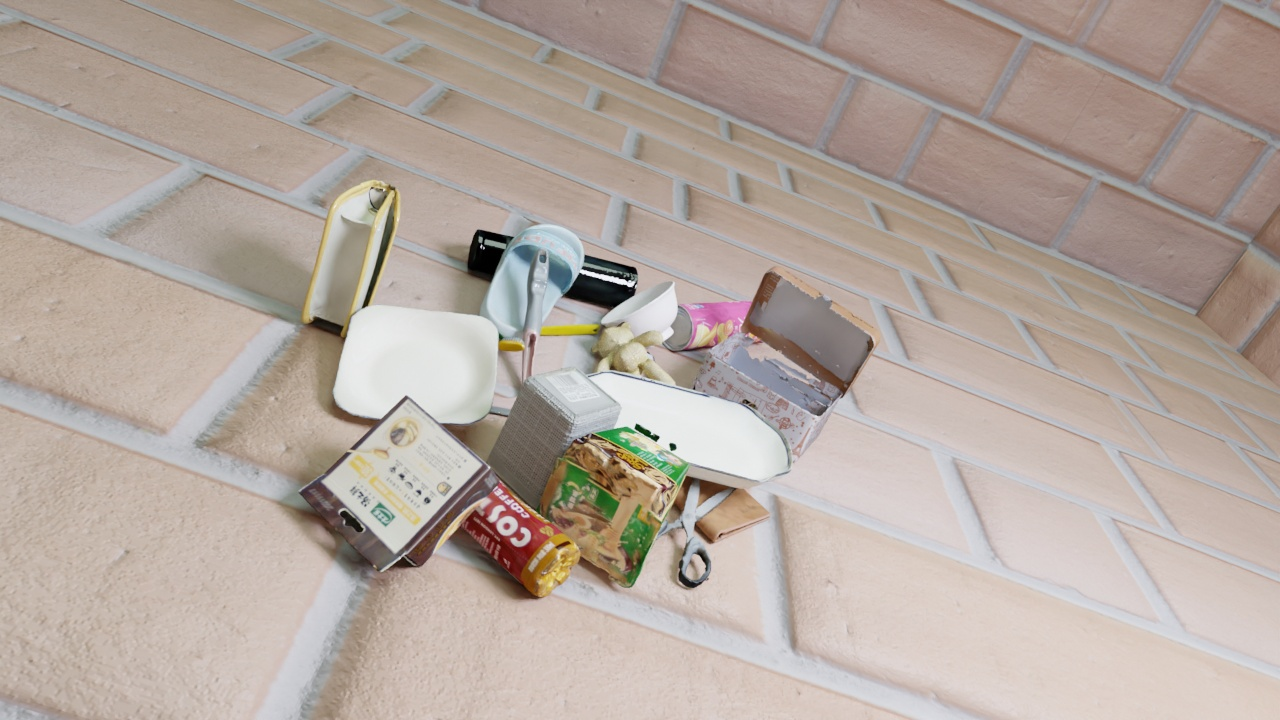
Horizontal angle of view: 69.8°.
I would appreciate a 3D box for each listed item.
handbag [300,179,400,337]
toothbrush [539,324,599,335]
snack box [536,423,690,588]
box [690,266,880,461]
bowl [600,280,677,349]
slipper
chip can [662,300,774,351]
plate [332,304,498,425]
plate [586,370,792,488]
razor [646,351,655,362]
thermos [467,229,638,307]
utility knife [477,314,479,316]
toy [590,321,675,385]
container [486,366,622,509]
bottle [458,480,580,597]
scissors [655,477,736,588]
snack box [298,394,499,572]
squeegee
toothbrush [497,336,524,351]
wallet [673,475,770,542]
[{"bbox_3d":[-0.316,-0.126,1.067,0.063,0.164,0.178,24,26,-5],"label":"handbag"},{"bbox_3d":[-0.131,-0.042,1.228,0.189,0.016,0.016,-3,31,-43],"label":"toothbrush"},{"bbox_3d":[-0.017,0.131,0.893,0.118,0.118,0.105,31,24,17],"label":"snack box"},{"bbox_3d":[0.199,-0.003,1.229,0.183,0.193,0.156,32,29,15],"label":"box"},{"bbox_3d":[0.011,-0.056,1.299,0.065,0.118,0.118,59,24,-13],"label":"bowl"},{"bbox_3d":[-0.139,-0.115,1.215,0.104,0.074,0.244,33,40,-9],"label":"slipper"},{"bbox_3d":[0.123,-0.056,1.398,0.210,0.072,0.071,-6,40,-45],"label":"chip can"},{"bbox_3d":[-0.237,0.011,0.984,0.163,0.034,0.164,6,46,-9],"label":"plate"},{"bbox_3d":[0.043,0.083,1.049,0.265,0.034,0.161,14,27,-7],"label":"plate"},{"bbox_3d":[0.023,0.025,1.225,0.042,0.022,0.142,15,28,-21],"label":"razor"},{"bbox_3d":[-0.129,-0.140,1.349,0.242,0.069,0.090,14,29,-20],"label":"thermos"},{"bbox_3d":[-0.185,-0.054,1.209,0.156,0.013,0.029,-7,39,-46],"label":"utility knife"},{"bbox_3d":[-0.007,0.007,1.190,0.157,0.105,0.066,49,-7,45],"label":"toy"},{"bbox_3d":[-0.085,0.076,0.939,0.090,0.114,0.090,39,30,25],"label":"container"},{"bbox_3d":[-0.136,0.141,0.842,0.175,0.058,0.057,36,29,22],"label":"bottle"},{"bbox_3d":[0.048,0.169,0.961,0.175,0.014,0.159,-2,41,-25],"label":"scissors"},{"bbox_3d":[-0.209,0.110,0.803,0.113,0.053,0.125,36,73,23],"label":"snack box"},{"bbox_3d":[-0.130,-0.030,1.117,0.247,0.040,0.249,13,58,-19],"label":"squeegee"},{"bbox_3d":[-0.224,-0.024,1.049,0.191,0.016,0.018,4,36,9],"label":"toothbrush"},{"bbox_3d":[0.083,0.156,1.039,0.101,0.020,0.115,42,29,28],"label":"wallet"}]
